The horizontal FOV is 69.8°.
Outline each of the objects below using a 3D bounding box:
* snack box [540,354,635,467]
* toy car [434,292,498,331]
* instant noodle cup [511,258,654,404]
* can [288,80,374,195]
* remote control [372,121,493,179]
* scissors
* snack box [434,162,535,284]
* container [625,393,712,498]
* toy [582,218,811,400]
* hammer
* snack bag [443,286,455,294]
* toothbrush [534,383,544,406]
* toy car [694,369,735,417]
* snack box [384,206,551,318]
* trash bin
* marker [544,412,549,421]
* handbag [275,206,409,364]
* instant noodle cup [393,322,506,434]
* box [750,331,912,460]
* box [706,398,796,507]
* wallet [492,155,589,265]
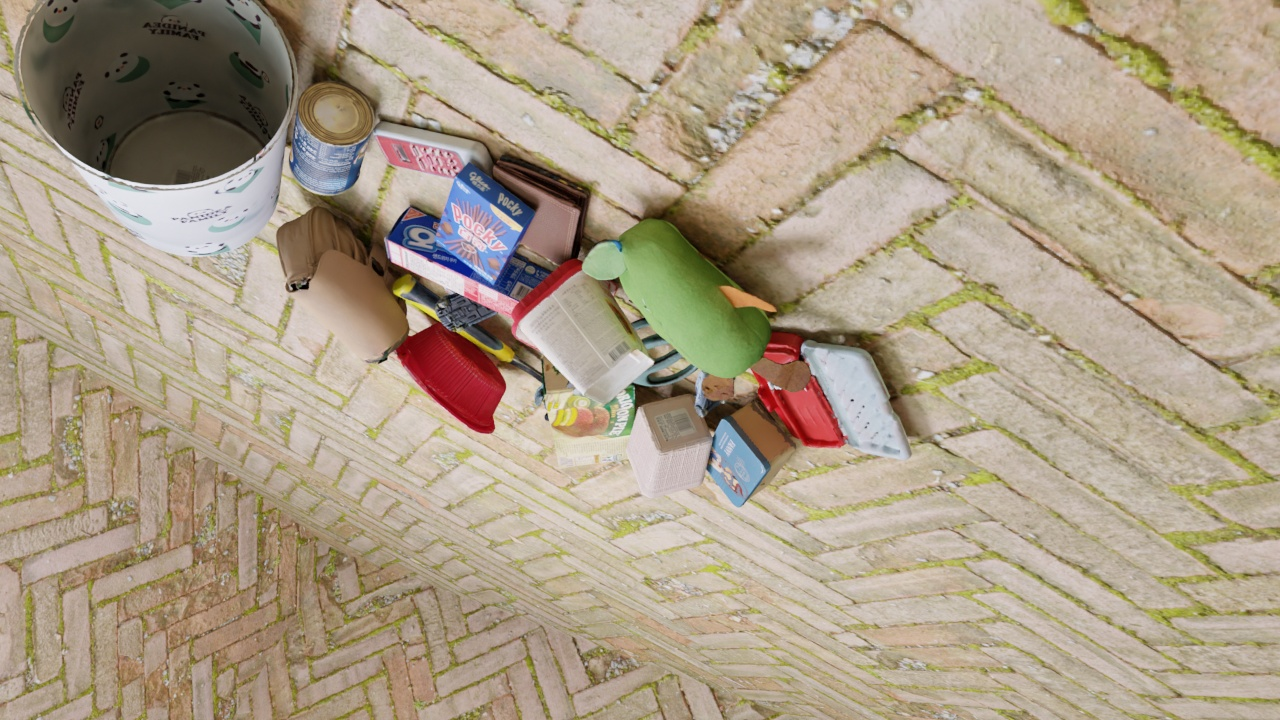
[{"bbox_3d":[-0.066,0.068,1.231,0.114,0.063,0.240,-7,151,-3],"label":"snack box"},{"bbox_3d":[-0.207,-0.074,1.153,0.106,0.031,0.049,-22,123,14],"label":"toy car"},{"bbox_3d":[-0.058,-0.026,0.993,0.124,0.117,0.116,52,-174,20],"label":"instant noodle cup"},{"bbox_3d":[-0.323,-0.230,0.957,0.075,0.075,0.111,32,153,-12],"label":"can"},{"bbox_3d":[-0.214,-0.213,0.953,0.136,0.020,0.056,17,151,19],"label":"remote control"},{"bbox_3d":[-0.006,0.012,1.091,0.180,0.019,0.139,-32,131,23],"label":"scissors"},{"bbox_3d":[-0.170,-0.142,0.981,0.084,0.026,0.157,37,154,-6],"label":"snack box"},{"bbox_3d":[0.038,0.109,1.197,0.089,0.090,0.111,-13,148,-15],"label":"container"},{"bbox_3d":[0.060,-0.049,0.929,0.247,0.089,0.227,47,154,-27],"label":"toy"},{"bbox_3d":[-0.193,-0.018,1.246,0.323,0.031,0.126,37,150,-32],"label":"hammer"},{"bbox_3d":[-0.240,-0.103,1.168,0.045,0.026,0.105,16,156,21],"label":"snack bag"},{"bbox_3d":[-0.113,0.001,1.198,0.016,0.018,0.192,17,137,-9],"label":"toothbrush"},{"bbox_3d":[0.086,0.034,1.113,0.034,0.042,0.091,47,157,21],"label":"toy car"},{"bbox_3d":[-0.197,-0.108,1.088,0.207,0.057,0.058,25,156,2],"label":"snack box"},{"bbox_3d":[-0.469,-0.232,0.938,0.229,0.229,0.252,31,159,-9],"label":"trash bin"},{"bbox_3d":[-0.093,0.095,1.408,0.131,0.018,0.022,8,157,33],"label":"marker"},{"bbox_3d":[-0.374,-0.097,1.181,0.100,0.147,0.204,-25,137,11],"label":"handbag"},{"bbox_3d":[-0.254,0.014,1.283,0.194,0.066,0.193,46,-176,-4],"label":"instant noodle cup"},{"bbox_3d":[0.209,0.040,1.019,0.158,0.037,0.201,4,146,35],"label":"box"},{"bbox_3d":[0.136,0.118,1.165,0.090,0.059,0.185,50,161,18],"label":"box"},{"bbox_3d":[-0.108,-0.153,0.959,0.101,0.032,0.125,27,153,4],"label":"wallet"}]
